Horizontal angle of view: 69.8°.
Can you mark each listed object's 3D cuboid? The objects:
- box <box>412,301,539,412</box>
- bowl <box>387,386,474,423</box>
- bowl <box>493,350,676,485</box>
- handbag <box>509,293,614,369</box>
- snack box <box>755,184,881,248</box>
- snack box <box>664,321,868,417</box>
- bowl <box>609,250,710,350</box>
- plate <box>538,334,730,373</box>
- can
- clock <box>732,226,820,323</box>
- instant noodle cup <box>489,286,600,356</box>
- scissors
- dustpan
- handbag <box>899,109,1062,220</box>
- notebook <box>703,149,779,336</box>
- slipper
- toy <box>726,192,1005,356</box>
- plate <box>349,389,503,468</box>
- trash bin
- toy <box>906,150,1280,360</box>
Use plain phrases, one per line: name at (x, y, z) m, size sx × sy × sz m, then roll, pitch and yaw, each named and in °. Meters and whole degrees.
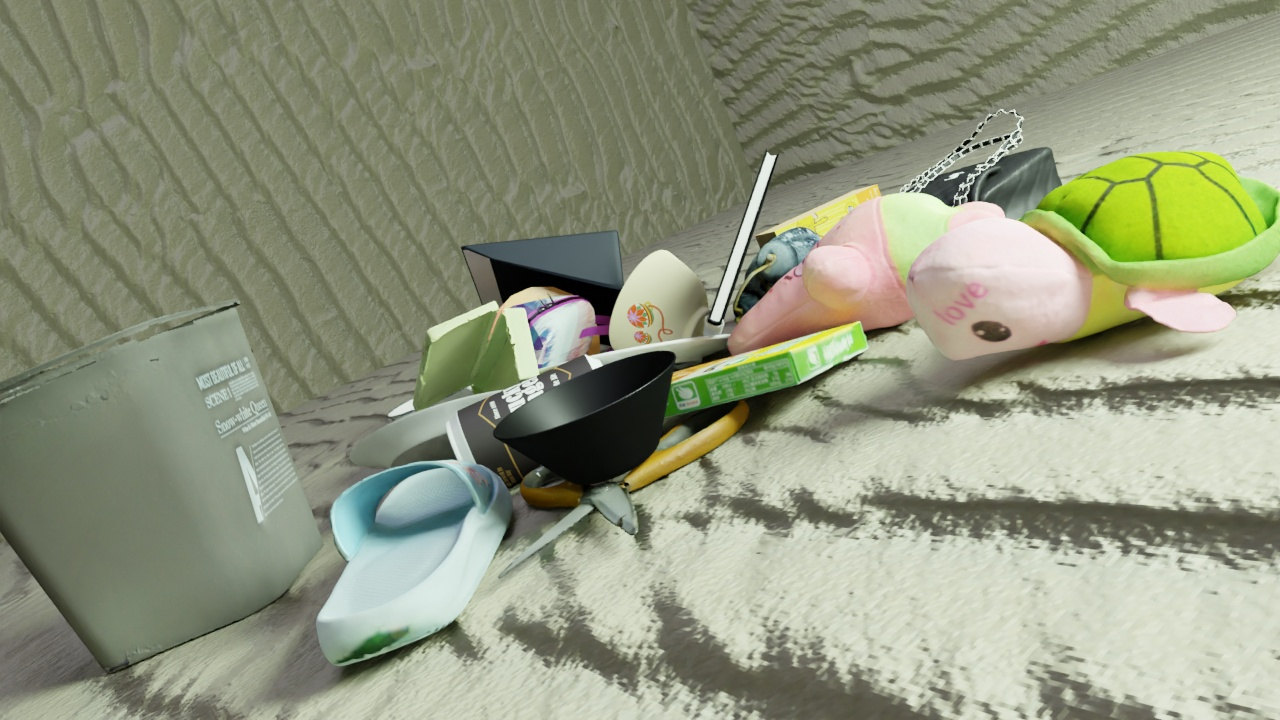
box at (-0.142, 0.023, 0.827) m, size 0.091 × 0.083 × 0.188 m, roll -32°, pitch -9°, yaw -25°
bowl at (-0.203, 0.062, 0.971) m, size 0.113 × 0.063 × 0.113 m, roll -22°, pitch 9°, yaw 3°
bowl at (-0.025, 0.044, 0.580) m, size 0.124 × 0.052 × 0.124 m, roll -22°, pitch 11°, yaw 4°
handbag at (-0.071, -0.009, 0.960) m, size 0.169 × 0.145 × 0.068 m, roll -7°, pitch 39°, yaw -48°
snack box at (0.191, -0.110, 0.919) m, size 0.125 × 0.088 × 0.040 m, roll -26°, pitch 10°, yaw -18°
snack box at (0.065, 0.012, 0.669) m, size 0.168 × 0.027 × 0.131 m, roll -16°, pitch 1°, yaw 34°
bowl at (0.032, -0.045, 0.949) m, size 0.074 × 0.118 × 0.117 m, roll 28°, pitch 36°, yaw 23°
plate at (-0.005, 0.005, 0.841) m, size 0.208 × 0.015 × 0.208 m, roll -10°, pitch -4°, yaw -1°
can at (-0.080, 0.050, 0.720) m, size 0.128 × 0.072 × 0.072 m, roll -24°, pitch 9°, yaw -5°
clock at (0.129, -0.071, 0.823) m, size 0.129 × 0.052 × 0.090 m, roll -11°, pitch -43°, yaw -39°
instant noodle cup at (-0.123, -0.014, 1.068) m, size 0.123 × 0.123 × 0.121 m, roll -26°, pitch 2°, yaw -18°
scissors at (-0.010, 0.074, 0.590) m, size 0.224 × 0.016 × 0.225 m, roll -25°, pitch 9°, yaw -14°
dustpan at (-0.060, -0.071, 1.101) m, size 0.273 × 0.080 × 0.236 m, roll -6°, pitch -14°, yaw -4°
handbag at (0.290, -0.151, 0.848) m, size 0.124 × 0.115 × 0.154 m, roll -31°, pitch 16°, yaw -28°
notebook at (0.088, -0.091, 0.832) m, size 0.016 × 0.149 × 0.206 m, roll 19°, pitch -2°, yaw 4°
slipper at (-0.142, 0.103, 0.567) m, size 0.104 × 0.074 × 0.245 m, roll -22°, pitch 11°, yaw 1°
toy at (0.168, -0.064, 0.725) m, size 0.237 × 0.097 × 0.191 m, roll -30°, pitch -4°, yaw 24°
plate at (-0.157, 0.069, 0.808) m, size 0.188 × 0.016 × 0.189 m, roll -18°, pitch -15°, yaw -5°
trash bin at (-0.378, 0.094, 0.718) m, size 0.197 × 0.220 × 0.197 m, roll -23°, pitch 9°, yaw 1°
toy at (0.260, -0.063, 0.510) m, size 0.238 × 0.088 × 0.190 m, roll -18°, pitch 22°, yaw -3°
